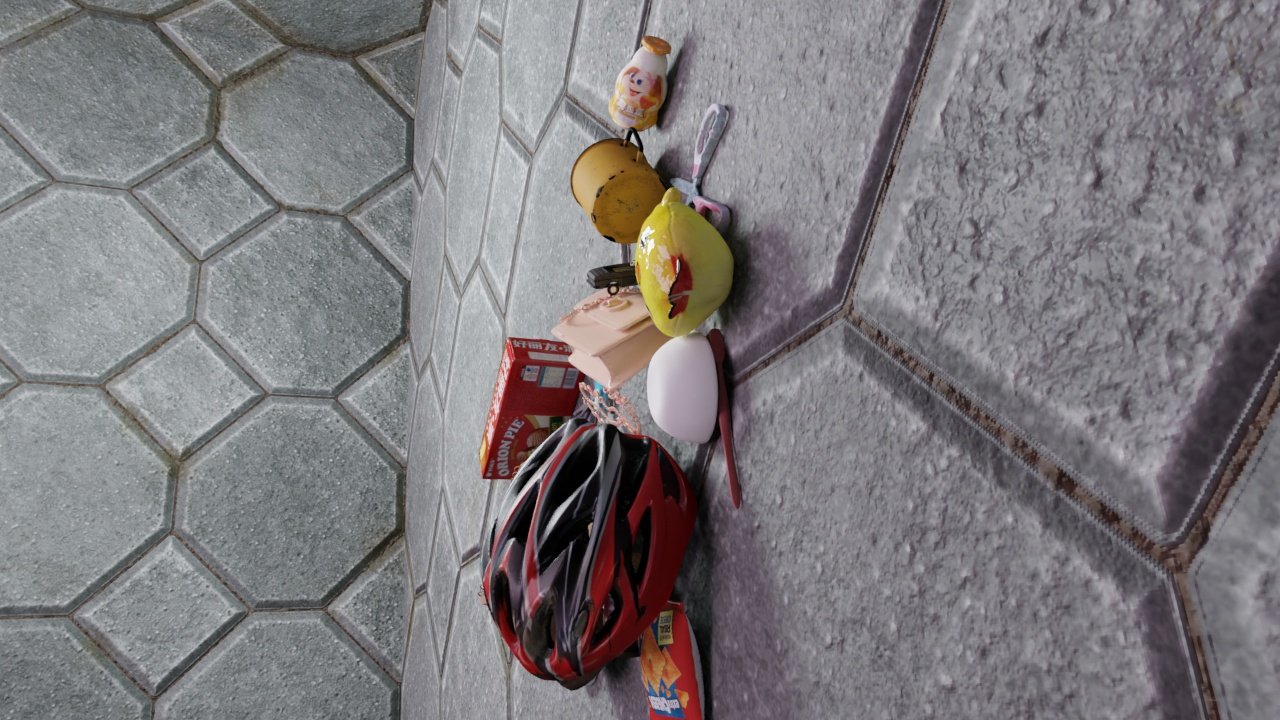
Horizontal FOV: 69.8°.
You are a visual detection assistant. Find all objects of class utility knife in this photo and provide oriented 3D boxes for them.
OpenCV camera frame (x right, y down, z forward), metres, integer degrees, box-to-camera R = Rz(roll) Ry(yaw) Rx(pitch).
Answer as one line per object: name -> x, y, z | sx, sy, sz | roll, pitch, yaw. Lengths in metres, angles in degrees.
utility knife -> -0.047, 0.003, 1.209 | 0.022, 0.015, 0.148 | 4, 89, 37

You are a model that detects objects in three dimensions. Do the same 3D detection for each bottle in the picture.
bottle -> -0.014, 0.275, 1.039 | 0.056, 0.056, 0.105 | -169, 84, -68
bottle -> 0.003, -0.333, 1.104 | 0.063, 0.063, 0.109 | -108, 31, -43

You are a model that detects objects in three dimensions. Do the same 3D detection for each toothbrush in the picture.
toothbrush -> 0.082, 0.055, 0.898 | 0.016, 0.015, 0.184 | 130, 138, -60

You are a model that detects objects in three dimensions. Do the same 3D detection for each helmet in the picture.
helmet -> -0.065, 0.192, 0.954 | 0.218, 0.167, 0.271 | 4, 63, 46

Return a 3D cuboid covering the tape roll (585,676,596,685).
tape roll -> -0.078, 0.388, 1.233 | 0.094, 0.018, 0.094 | -176, 90, -68

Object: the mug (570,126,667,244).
mug -> -0.020, -0.210, 1.088 | 0.094, 0.100, 0.124 | -119, 41, -51

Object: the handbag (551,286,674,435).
handbag -> -0.007, 0.007, 1.099 | 0.187, 0.116, 0.199 | 62, 165, -24

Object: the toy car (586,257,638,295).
toy car -> -0.015, -0.101, 1.062 | 0.040, 0.092, 0.037 | -133, 37, -63

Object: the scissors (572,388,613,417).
scissors -> -0.064, 0.040, 1.269 | 0.160, 0.014, 0.120 | 180, 93, -65

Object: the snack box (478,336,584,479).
snack box -> -0.167, 0.078, 1.384 | 0.060, 0.113, 0.237 | -113, 34, -49

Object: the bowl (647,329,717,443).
bowl -> 0.038, 0.029, 0.937 | 0.115, 0.050, 0.114 | 177, 91, -77

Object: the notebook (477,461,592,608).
notebook -> -0.107, 0.197, 1.116 | 0.169, 0.022, 0.209 | -17, 40, 26

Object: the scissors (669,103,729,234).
scissors -> 0.066, -0.197, 0.989 | 0.170, 0.013, 0.175 | -128, 44, -64

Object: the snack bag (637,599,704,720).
snack bag -> 0.029, 0.315, 0.945 | 0.131, 0.039, 0.144 | 160, 103, -65

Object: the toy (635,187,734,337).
toy -> 0.037, -0.102, 0.937 | 0.207, 0.092, 0.134 | -119, 27, -61

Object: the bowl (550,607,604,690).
bowl -> -0.093, 0.317, 1.131 | 0.162, 0.070, 0.162 | 56, -179, -2
